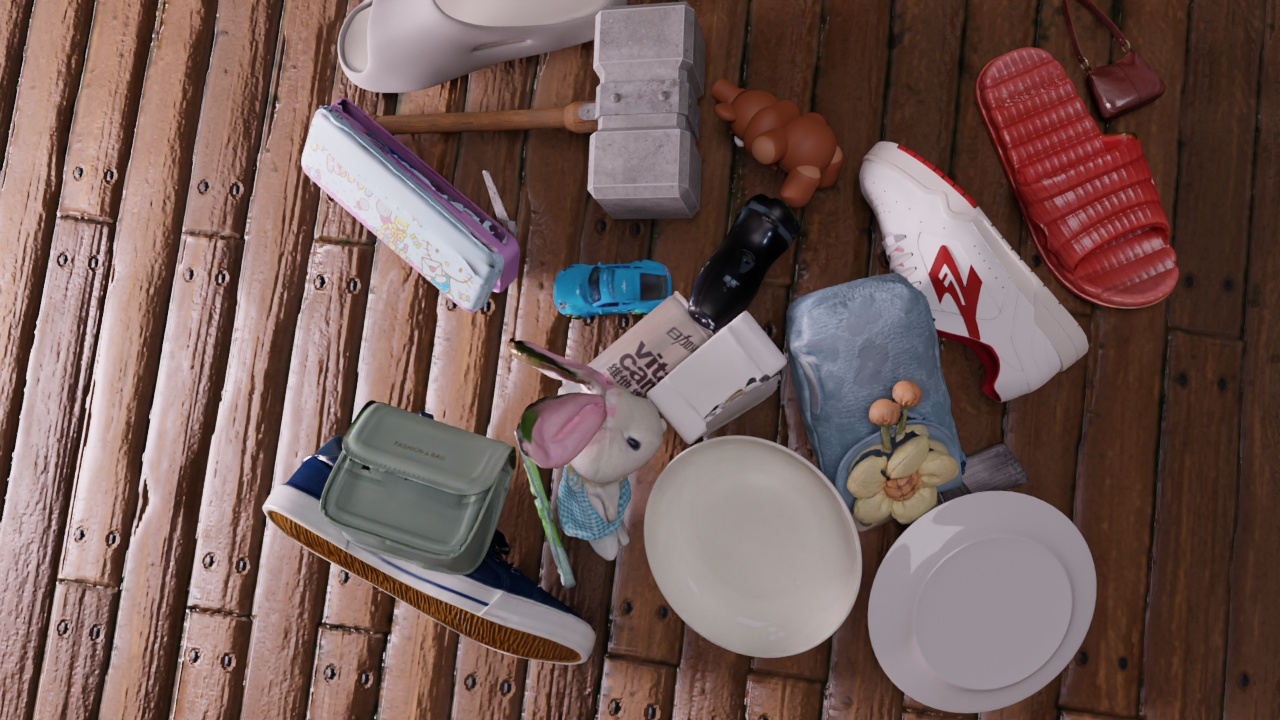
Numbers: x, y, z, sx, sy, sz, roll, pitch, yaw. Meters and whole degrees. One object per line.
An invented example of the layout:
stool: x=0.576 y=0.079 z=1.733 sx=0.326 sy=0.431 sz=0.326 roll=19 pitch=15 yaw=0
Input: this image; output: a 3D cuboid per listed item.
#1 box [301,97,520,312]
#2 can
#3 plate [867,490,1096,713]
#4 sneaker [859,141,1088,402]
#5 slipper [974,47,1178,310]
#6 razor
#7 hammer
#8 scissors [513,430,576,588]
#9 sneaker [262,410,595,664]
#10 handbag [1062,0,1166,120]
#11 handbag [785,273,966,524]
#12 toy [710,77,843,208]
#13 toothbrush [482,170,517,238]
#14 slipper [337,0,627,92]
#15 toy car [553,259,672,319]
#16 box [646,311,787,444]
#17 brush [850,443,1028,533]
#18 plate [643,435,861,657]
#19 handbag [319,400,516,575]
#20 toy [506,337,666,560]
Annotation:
box: x=-0.196 y=-0.135 z=0.787 sx=0.214 sy=0.078 sz=0.064 roll=40 pitch=53 yaw=7
can: x=-0.005 y=0.005 z=0.774 sx=0.135 sy=0.054 sz=0.054 roll=-40 pitch=83 yaw=2
plate: x=0.273 y=0.195 z=0.719 sx=0.188 sy=0.016 sz=0.189 roll=-1 pitch=102 yaw=-6
sneaker: x=0.243 y=-0.065 z=0.752 sx=0.104 sy=0.090 sz=0.236 roll=-40 pitch=86 yaw=6
slipper: x=0.362 y=-0.156 z=0.759 sx=0.103 sy=0.059 sz=0.248 roll=-27 pitch=81 yaw=1
razor: x=0.086 y=-0.083 z=0.757 sx=0.053 sy=0.064 sz=0.140 roll=35 pitch=58 yaw=-1
hammer: x=-0.108 y=-0.210 z=0.802 sx=0.318 sy=0.083 sz=0.162 roll=1 pitch=84 yaw=12
scissors: x=-0.077 y=0.119 z=0.738 sx=0.021 sy=0.171 sz=0.173 roll=-14 pitch=128 yaw=-7
sneaker: x=-0.155 y=0.144 z=0.763 sx=0.294 sy=0.121 sz=0.127 roll=27 pitch=59 yaw=8
handbag: x=0.396 y=-0.267 z=0.786 sx=0.055 sy=0.029 sz=0.119 roll=-23 pitch=78 yaw=0
handbag: x=0.185 y=0.034 z=0.711 sx=0.122 sy=0.118 sz=0.192 roll=-12 pitch=105 yaw=9
toy: x=0.111 y=-0.192 z=0.785 sx=0.128 sy=0.065 sz=0.094 roll=40 pitch=46 yaw=19
toothbrush: x=-0.111 y=-0.124 z=0.733 sx=0.010 sy=0.181 sz=0.010 roll=10 pitch=82 yaw=-1
slipper: x=-0.146 y=-0.314 z=0.800 sx=0.266 sy=0.081 sz=0.112 roll=-9 pitch=75 yaw=4
toy car: x=-0.025 y=-0.062 z=0.795 sx=0.105 sy=0.032 sz=0.048 roll=-2 pitch=84 yaw=6
box: x=0.074 y=0.028 z=0.742 sx=0.107 sy=0.102 sz=0.091 roll=-42 pitch=84 yaw=1
brush: x=0.246 y=0.111 z=0.765 sx=0.151 sy=0.012 sz=0.039 roll=-23 pitch=82 yaw=3
plate: x=0.091 y=0.146 z=0.739 sx=0.183 sy=0.034 sz=0.182 roll=5 pitch=102 yaw=27
handbag: x=-0.168 y=0.095 z=0.692 sx=0.122 sy=0.067 sz=0.106 roll=16 pitch=69 yaw=7
toy: x=-0.027 y=0.080 z=0.711 sx=0.106 sy=0.131 sz=0.206 roll=-14 pitch=128 yaw=2
